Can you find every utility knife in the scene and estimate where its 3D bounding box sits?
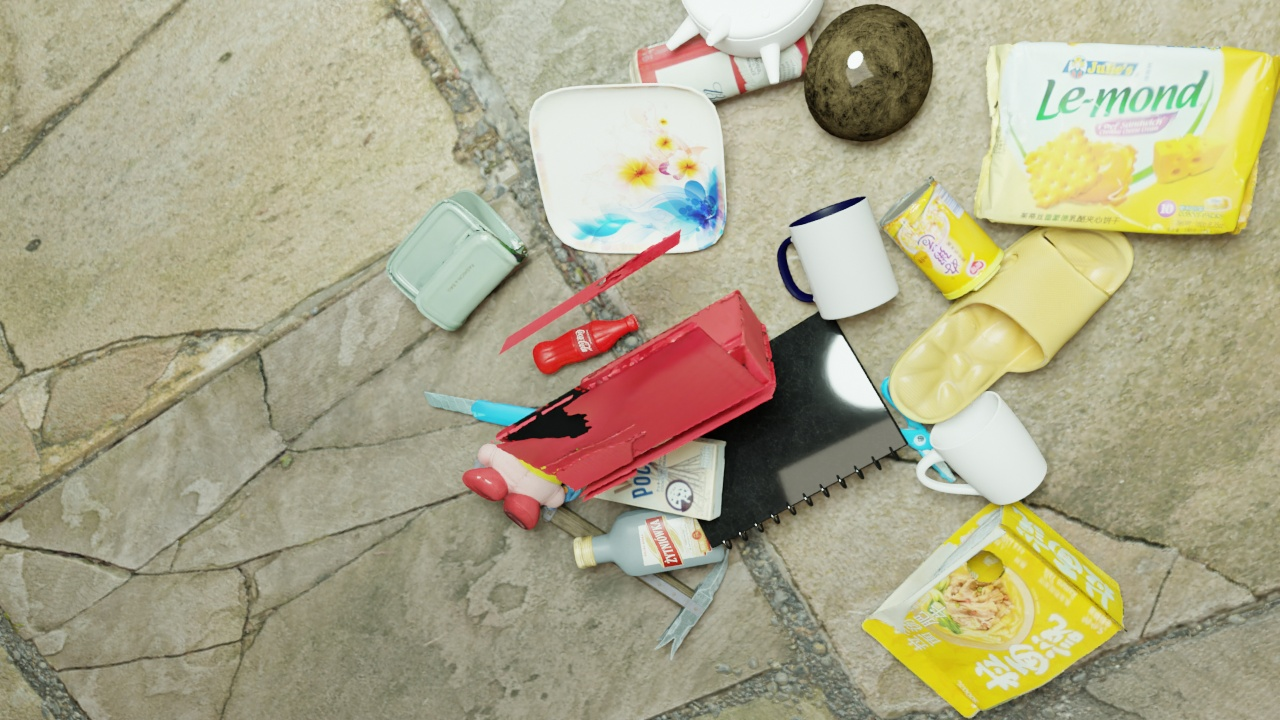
[{"bbox_3d":[-0.146,0.060,1.041,0.209,0.015,0.031,10,107,4],"label":"utility knife"}]

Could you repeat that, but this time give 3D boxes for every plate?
[{"bbox_3d":[-0.010,-0.187,0.904,0.187,0.016,0.187,1,132,11],"label":"plate"}]

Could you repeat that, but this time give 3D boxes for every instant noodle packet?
[{"bbox_3d":[0.367,0.274,0.975,0.163,0.084,0.222,39,116,0],"label":"instant noodle packet"}]

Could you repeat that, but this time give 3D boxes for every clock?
[{"bbox_3d":[0.097,-0.335,0.789,0.125,0.072,0.161,24,94,15],"label":"clock"}]

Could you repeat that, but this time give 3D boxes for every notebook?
[{"bbox_3d":[0.137,0.076,0.957,0.232,0.019,0.169,-32,76,18],"label":"notebook"}]

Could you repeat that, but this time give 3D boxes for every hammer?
[{"bbox_3d":[-0.056,0.198,1.058,0.317,0.028,0.147,33,102,0],"label":"hammer"}]

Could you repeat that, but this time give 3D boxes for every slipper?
[{"bbox_3d":[0.350,-0.035,0.880,0.099,0.078,0.264,46,108,-1],"label":"slipper"}]

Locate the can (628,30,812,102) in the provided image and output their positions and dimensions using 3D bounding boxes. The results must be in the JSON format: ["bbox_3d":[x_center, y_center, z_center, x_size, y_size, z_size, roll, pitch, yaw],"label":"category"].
[{"bbox_3d":[0.077,-0.282,0.867,0.170,0.067,0.067,-13,103,14],"label":"can"}]

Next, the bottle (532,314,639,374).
[{"bbox_3d":[-0.057,-0.021,0.988,0.119,0.036,0.036,-22,101,16],"label":"bottle"}]

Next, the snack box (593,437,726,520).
[{"bbox_3d":[0.017,0.117,0.984,0.150,0.026,0.082,6,95,30],"label":"snack box"}]

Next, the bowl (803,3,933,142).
[{"bbox_3d":[0.214,-0.253,0.825,0.121,0.056,0.121,-8,119,-15],"label":"bowl"}]

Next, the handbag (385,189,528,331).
[{"bbox_3d":[-0.196,-0.108,0.975,0.106,0.067,0.122,44,109,-5],"label":"handbag"}]

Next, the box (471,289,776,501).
[{"bbox_3d":[0.011,0.041,0.849,0.211,0.315,0.124,-29,89,18],"label":"box"}]

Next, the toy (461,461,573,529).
[{"bbox_3d":[-0.109,0.113,1.006,0.124,0.131,0.097,38,154,-3],"label":"toy"}]

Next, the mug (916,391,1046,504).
[{"bbox_3d":[0.337,0.100,0.922,0.114,0.080,0.087,-39,102,21],"label":"mug"}]

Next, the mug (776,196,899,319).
[{"bbox_3d":[0.185,-0.097,0.902,0.112,0.078,0.097,-12,105,43],"label":"mug"}]

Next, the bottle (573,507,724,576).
[{"bbox_3d":[0.008,0.200,1.017,0.161,0.046,0.072,-11,91,2],"label":"bottle"}]

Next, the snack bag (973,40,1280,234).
[{"bbox_3d":[0.428,-0.198,0.820,0.247,0.068,0.160,6,106,10],"label":"snack bag"}]

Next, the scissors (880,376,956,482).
[{"bbox_3d":[0.295,0.071,0.958,0.141,0.014,0.090,32,108,4],"label":"scissors"}]

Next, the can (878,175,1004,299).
[{"bbox_3d":[0.287,-0.115,0.874,0.105,0.067,0.068,46,109,-4],"label":"can"}]
